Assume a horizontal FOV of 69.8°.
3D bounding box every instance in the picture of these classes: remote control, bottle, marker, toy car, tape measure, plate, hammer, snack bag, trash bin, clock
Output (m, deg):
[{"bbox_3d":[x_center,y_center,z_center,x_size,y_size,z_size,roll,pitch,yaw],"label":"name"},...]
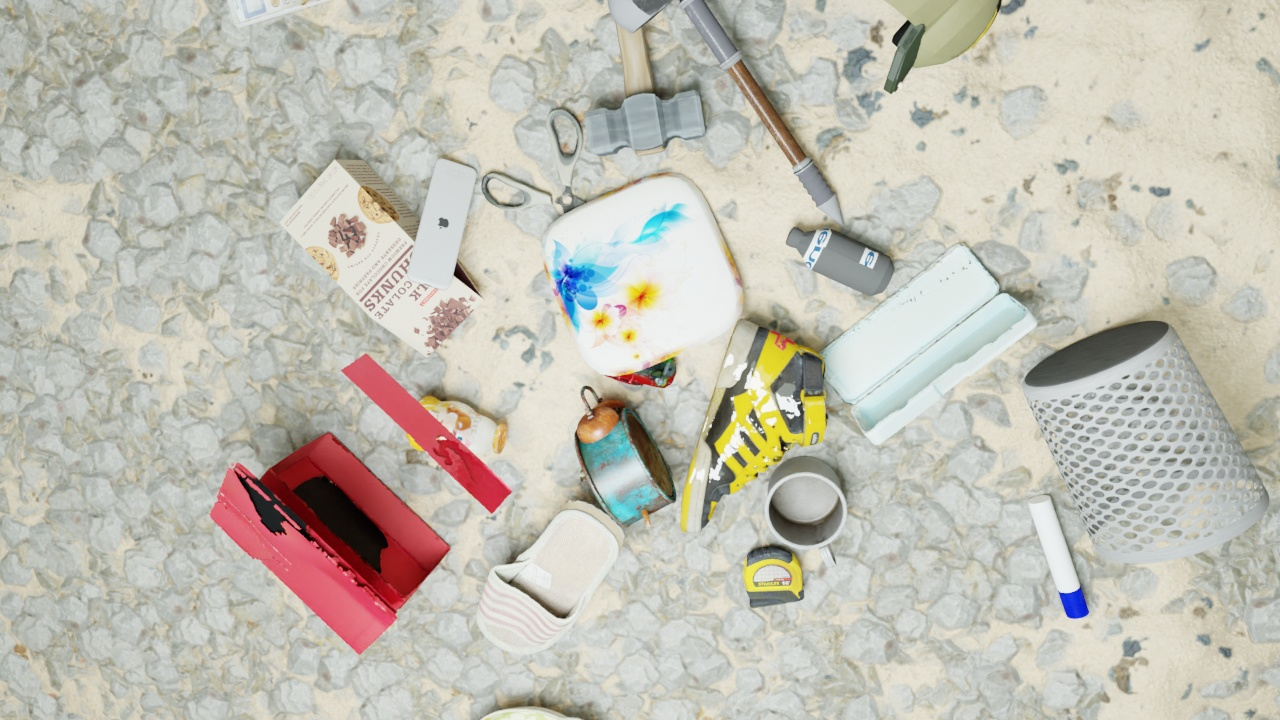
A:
[{"bbox_3d":[-0.208,-0.144,0.964,0.045,0.008,0.146,16,68,-18],"label":"remote control"},{"bbox_3d":[0.202,-0.105,0.935,0.112,0.047,0.047,26,104,3],"label":"bottle"},{"bbox_3d":[0.443,0.208,0.973,0.023,0.027,0.133,-20,96,12],"label":"marker"},{"bbox_3d":[-0.006,0.006,0.993,0.091,0.042,0.036,12,133,13],"label":"toy car"},{"bbox_3d":[0.147,0.238,1.019,0.066,0.037,0.064,-13,100,9],"label":"tape measure"},{"bbox_3d":[0.000,-0.091,0.959,0.187,0.016,0.187,-23,87,5],"label":"plate"},{"bbox_3d":[-0.017,-0.369,0.917,0.117,0.051,0.323,-9,98,8],"label":"hammer"},{"bbox_3d":[-0.206,0.078,1.029,0.109,0.063,0.063,10,103,6],"label":"bottle"},{"bbox_3d":[0.111,-0.264,0.905,0.155,0.043,0.322,-43,105,-20],"label":"hammer"},{"bbox_3d":[-0.273,-0.109,0.997,0.094,0.069,0.206,-43,93,14],"label":"snack bag"},{"bbox_3d":[0.472,0.073,0.876,0.157,0.156,0.183,-28,93,13],"label":"trash bin"},{"bbox_3d":[-0.029,0.100,0.978,0.073,0.121,0.157,-28,91,9],"label":"clock"},{"bbox_3d":[-0.381,-0.401,0.983,0.136,0.011,0.050,-12,100,11],"label":"remote control"}]

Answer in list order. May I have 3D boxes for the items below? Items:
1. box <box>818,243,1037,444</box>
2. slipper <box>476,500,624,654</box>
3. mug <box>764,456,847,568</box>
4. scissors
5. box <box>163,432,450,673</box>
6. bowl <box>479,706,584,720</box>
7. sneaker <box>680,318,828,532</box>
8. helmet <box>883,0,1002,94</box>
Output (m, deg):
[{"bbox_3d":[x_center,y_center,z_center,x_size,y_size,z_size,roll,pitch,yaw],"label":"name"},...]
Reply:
[{"bbox_3d":[0.283,-0.016,0.929,0.198,0.078,0.122,-40,74,13],"label":"box"},{"bbox_3d":[-0.110,0.252,1.017,0.115,0.052,0.264,36,124,-1],"label":"slipper"},{"bbox_3d":[0.181,0.163,0.981,0.084,0.070,0.113,-23,97,13],"label":"mug"},{"bbox_3d":[-0.094,-0.183,0.983,0.157,0.012,0.170,-2,102,10],"label":"scissors"},{"bbox_3d":[-0.328,0.194,0.917,0.211,0.378,0.124,44,88,-1],"label":"box"},{"bbox_3d":[-0.127,0.490,1.104,0.220,0.060,0.188,-38,93,13],"label":"bowl"},{"bbox_3d":[0.123,0.084,0.961,0.122,0.086,0.239,17,106,8],"label":"sneaker"},{"bbox_3d":[0.200,-0.371,0.762,0.250,0.255,0.233,32,108,0],"label":"helmet"}]
